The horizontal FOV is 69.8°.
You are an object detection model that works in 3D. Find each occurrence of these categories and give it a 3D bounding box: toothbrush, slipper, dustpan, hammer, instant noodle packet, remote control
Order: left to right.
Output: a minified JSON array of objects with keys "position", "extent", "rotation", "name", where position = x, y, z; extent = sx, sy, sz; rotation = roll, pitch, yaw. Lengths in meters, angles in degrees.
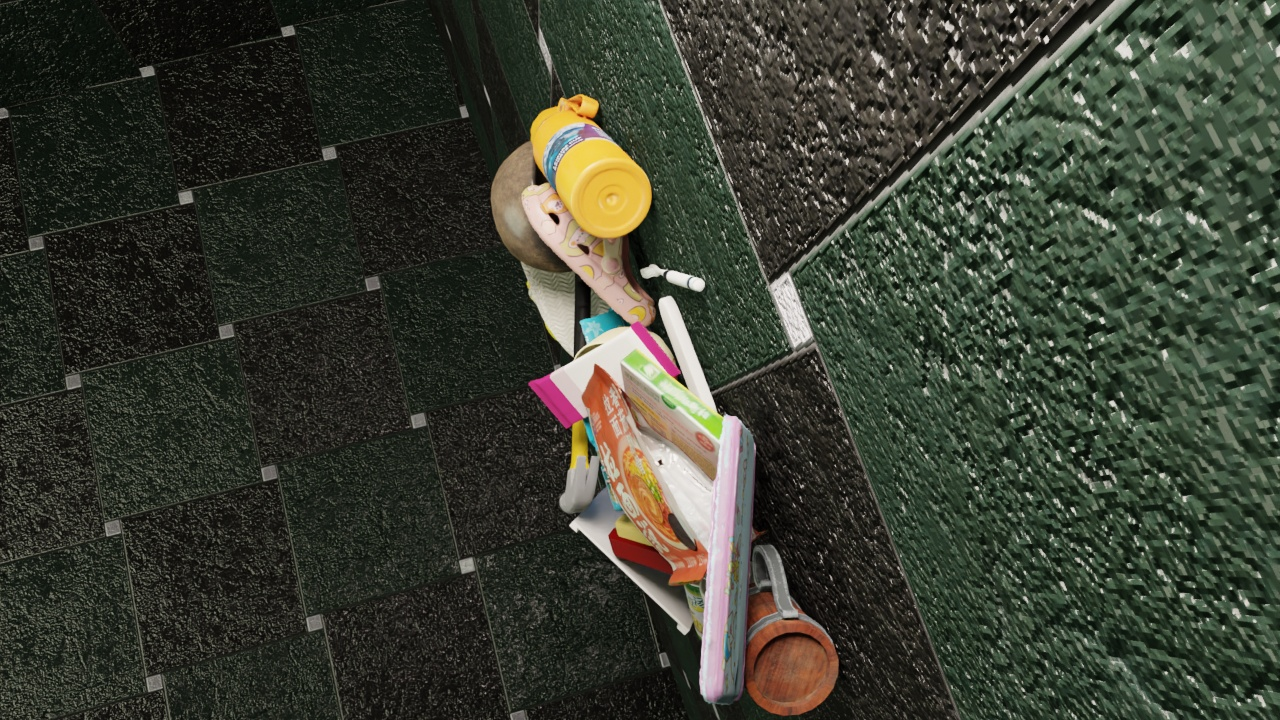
[{"position":[-0.098,-0.114,1.224],"extent":[0.272,0.114,0.054],"rotation":[60,178,9],"name":"slipper"},{"position":[-0.074,0.024,1.138],"extent":[0.127,0.029,0.323],"rotation":[139,133,-72],"name":"hammer"},{"position":[-0.041,-0.125,0.992],"extent":[0.197,0.081,0.093],"rotation":[47,-171,-6],"name":"slipper"},{"position":[0.000,0.260,1.239],"extent":[0.191,0.053,0.257],"rotation":[43,-165,4],"name":"dustpan"},{"position":[0.014,0.107,0.910],"extent":[0.221,0.084,0.165],"rotation":[56,165,7],"name":"instant noodle packet"},{"position":[0.027,-0.076,0.842],"extent":[0.187,0.017,0.012],"rotation":[-143,31,-75],"name":"toothbrush"},{"position":[0.047,0.001,0.902],"extent":[0.043,0.013,0.136],"rotation":[124,126,-80],"name":"remote control"}]

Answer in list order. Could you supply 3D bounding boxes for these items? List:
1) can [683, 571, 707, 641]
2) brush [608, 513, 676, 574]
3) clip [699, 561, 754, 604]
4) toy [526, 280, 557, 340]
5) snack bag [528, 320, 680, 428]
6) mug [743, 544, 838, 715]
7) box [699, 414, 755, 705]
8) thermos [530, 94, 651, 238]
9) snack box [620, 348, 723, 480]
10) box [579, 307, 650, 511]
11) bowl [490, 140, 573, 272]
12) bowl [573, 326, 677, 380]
[{"position":[0.088,0.278,1.089],"extent":[0.067,0.067,0.121],"rotation":[-120,13,-54],"name":"can"},{"position":[0.032,0.203,1.072],"extent":[0.174,0.082,0.042],"rotation":[1,110,55],"name":"brush"},{"position":[0.104,0.285,0.969],"extent":[0.151,0.105,0.127],"rotation":[-103,-3,-52],"name":"clip"},{"position":[-0.086,-0.082,1.337],"extent":[0.134,0.088,0.193],"rotation":[26,-158,-29],"name":"toy"},{"position":[-0.043,0.019,0.979],"extent":[0.070,0.016,0.197],"rotation":[50,136,-12],"name":"snack bag"},{"position":[0.115,0.226,0.794],"extent":[0.111,0.081,0.117],"rotation":[-135,44,-80],"name":"mug"},{"position":[0.070,0.162,0.735],"extent":[0.151,0.041,0.214],"rotation":[70,-156,-70],"name":"box"},{"position":[-0.053,-0.202,0.915],"extent":[0.076,0.091,0.232],"rotation":[42,-171,-32],"name":"thermos"},{"position":[0.040,0.077,0.919],"extent":[0.132,0.027,0.168],"rotation":[39,158,26],"name":"snack box"},{"position":[-0.001,0.046,1.096],"extent":[0.168,0.087,0.227],"rotation":[-27,-81,-62],"name":"box"},{"position":[-0.119,-0.183,1.108],"extent":[0.162,0.070,0.162],"rotation":[-10,-90,-67],"name":"bowl"},{"position":[-0.006,0.006,1.014],"extent":[0.073,0.118,0.118],"rotation":[-55,-37,-42],"name":"bowl"}]
